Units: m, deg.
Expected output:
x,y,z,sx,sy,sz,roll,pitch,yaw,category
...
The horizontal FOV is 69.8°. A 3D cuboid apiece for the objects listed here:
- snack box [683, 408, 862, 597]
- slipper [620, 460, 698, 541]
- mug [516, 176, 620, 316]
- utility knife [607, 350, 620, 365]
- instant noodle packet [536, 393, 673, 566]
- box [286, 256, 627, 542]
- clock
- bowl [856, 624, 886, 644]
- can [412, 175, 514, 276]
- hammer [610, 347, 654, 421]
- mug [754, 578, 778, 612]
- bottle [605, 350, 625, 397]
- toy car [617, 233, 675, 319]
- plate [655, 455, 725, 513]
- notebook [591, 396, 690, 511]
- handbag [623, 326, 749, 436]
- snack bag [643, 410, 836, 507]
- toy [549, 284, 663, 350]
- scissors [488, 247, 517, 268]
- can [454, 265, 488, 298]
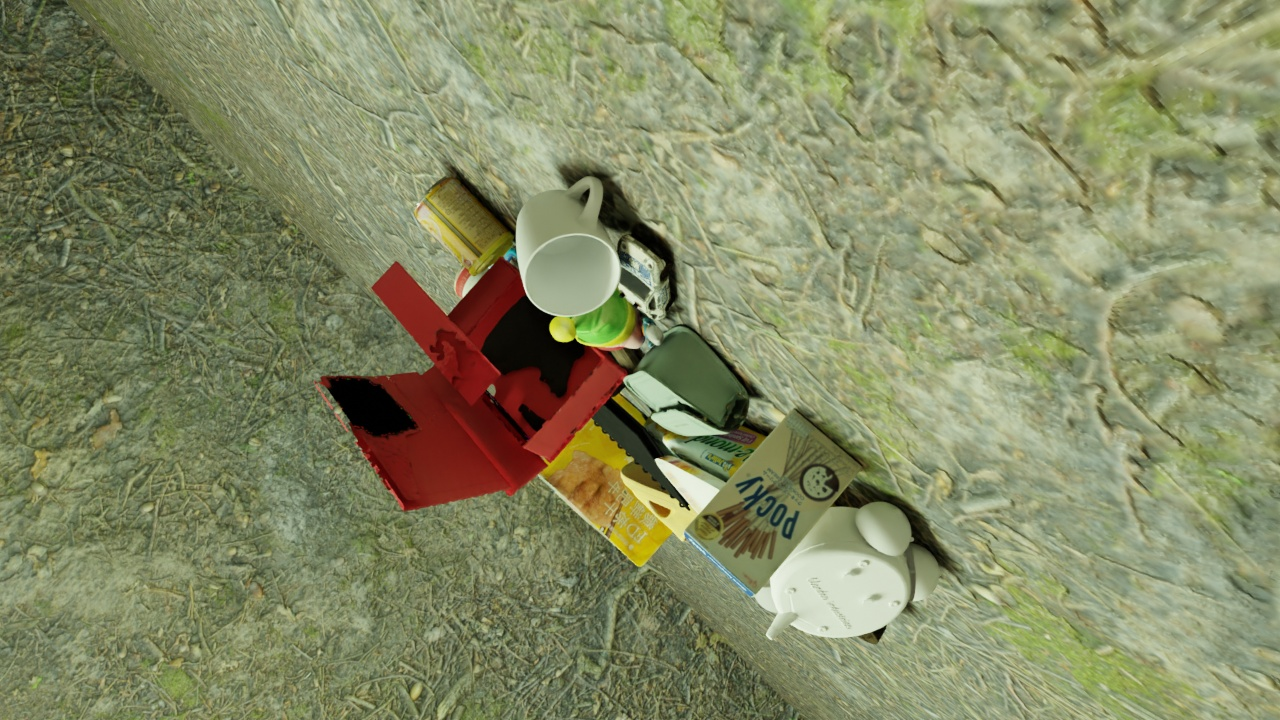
x,y,z,sx,sy,sz,roll,pitch,yaw,category
0.116,0.123,0.803,0.082,0.149,0.026,40,165,13,snack box
0.084,0.188,1.177,0.264,0.099,0.078,21,133,47,slipper
-0.059,-0.108,0.770,0.081,0.114,0.087,10,-146,-25,mug
-0.050,-0.034,1.091,0.031,0.015,0.209,20,156,52,utility knife
-0.028,0.160,1.292,0.221,0.162,0.084,40,166,17,instant noodle packet
-0.192,0.047,0.988,0.211,0.315,0.124,44,160,33,box
0.185,0.201,0.843,0.125,0.161,0.072,51,-156,-28,clock
0.242,0.266,1.066,0.121,0.056,0.121,41,166,12,bowl
-0.203,-0.154,1.059,0.105,0.067,0.068,45,167,-4,can
-0.007,0.006,1.058,0.147,0.028,0.317,14,149,41,hammer
0.199,0.296,1.261,0.112,0.078,0.097,4,148,24,mug
-0.078,-0.023,1.140,0.072,0.046,0.161,29,160,48,bottle
0.001,-0.069,0.792,0.048,0.040,0.113,38,165,18,toy car
0.105,0.172,0.970,0.187,0.016,0.187,51,164,-28,plate
-0.030,0.077,1.116,0.231,0.019,0.169,39,166,45,notebook
0.044,0.029,0.906,0.106,0.067,0.122,44,166,-6,handbag
0.118,0.130,0.992,0.159,0.068,0.247,53,164,-30,snack bag
-0.041,-0.038,0.879,0.124,0.096,0.131,40,169,3,toy
-0.172,-0.091,1.148,0.090,0.014,0.141,29,128,32,scissors
-0.172,-0.071,1.219,0.170,0.067,0.067,39,166,20,can
